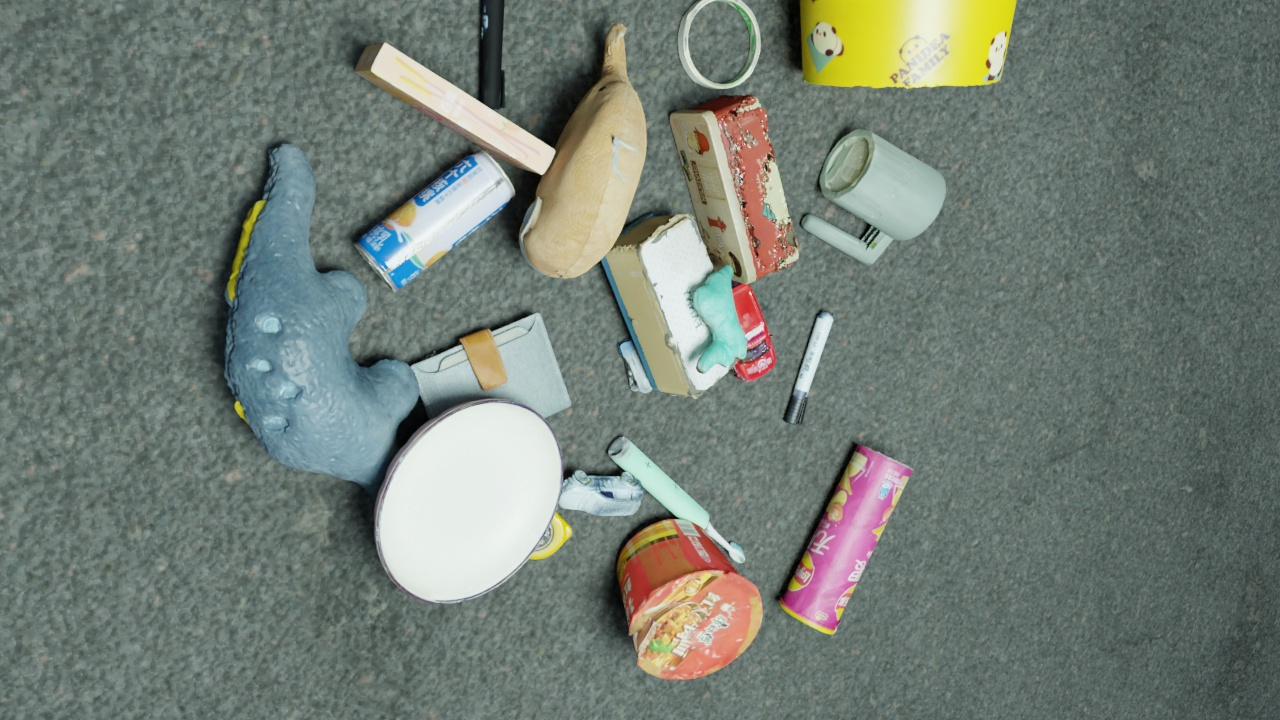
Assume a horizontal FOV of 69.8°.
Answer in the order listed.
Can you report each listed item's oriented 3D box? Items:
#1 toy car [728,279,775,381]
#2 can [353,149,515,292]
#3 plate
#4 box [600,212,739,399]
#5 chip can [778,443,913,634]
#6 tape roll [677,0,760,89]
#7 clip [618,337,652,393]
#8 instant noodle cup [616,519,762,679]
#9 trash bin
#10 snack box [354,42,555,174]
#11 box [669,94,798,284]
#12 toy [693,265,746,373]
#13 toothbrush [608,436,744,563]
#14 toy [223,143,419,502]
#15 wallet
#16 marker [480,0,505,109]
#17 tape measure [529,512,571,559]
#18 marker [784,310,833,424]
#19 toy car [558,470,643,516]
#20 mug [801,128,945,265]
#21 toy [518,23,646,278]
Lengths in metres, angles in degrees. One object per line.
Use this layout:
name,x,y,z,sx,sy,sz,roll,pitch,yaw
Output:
toy car,0.105,-0.032,0.945,0.052,0.045,0.120,-31,117,-15
can,-0.173,-0.119,0.778,0.134,0.053,0.053,-41,117,-12
plate,-0.155,0.121,0.817,0.192,0.039,0.193,-19,119,-39
box,0.030,-0.058,0.882,0.089,0.060,0.184,-36,115,-34
chip can,0.236,0.203,1.057,0.071,0.071,0.210,25,91,-29
tape roll,0.076,-0.304,0.876,0.085,0.014,0.086,-7,106,-25
clip,-0.005,0.005,0.915,0.024,0.029,0.057,-22,106,-26
instant noodle cup,0.043,0.236,0.935,0.137,0.108,0.138,-7,118,-13
trash bin,0.244,-0.386,0.829,0.229,0.230,0.255,-12,114,-24
snack box,-0.151,-0.204,0.749,0.157,0.084,0.026,27,93,-29
box,0.098,-0.167,0.879,0.076,0.091,0.168,-25,113,-15
toy,0.074,-0.032,0.863,0.096,0.030,0.092,-43,118,-40
toothbrush,0.045,0.155,0.974,0.027,0.027,0.224,-31,121,24
toy,-0.264,0.011,0.755,0.137,0.092,0.357,-40,122,-43
wallet,-0.136,0.023,0.844,0.129,0.037,0.107,-25,114,-19
marker,-0.124,-0.281,0.779,0.022,0.020,0.132,-2,105,-24
tape measure,-0.103,0.165,0.901,0.057,0.029,0.060,-44,101,-6
marker,0.187,0.009,1.010,0.018,0.023,0.131,-3,112,-71
toy car,-0.040,0.135,0.915,0.090,0.034,0.043,8,135,-27
mug,0.240,-0.168,0.964,0.103,0.083,0.124,22,117,-28
toy,-0.037,-0.177,0.781,0.082,0.143,0.226,21,93,-25
